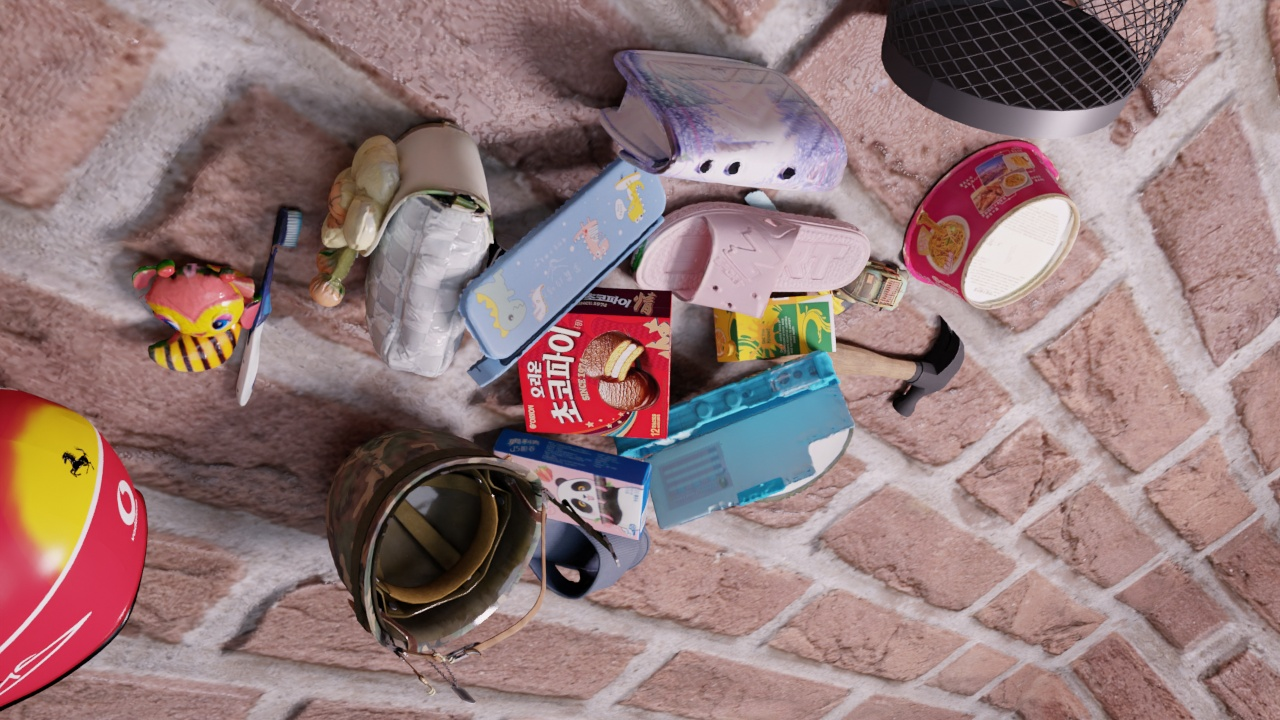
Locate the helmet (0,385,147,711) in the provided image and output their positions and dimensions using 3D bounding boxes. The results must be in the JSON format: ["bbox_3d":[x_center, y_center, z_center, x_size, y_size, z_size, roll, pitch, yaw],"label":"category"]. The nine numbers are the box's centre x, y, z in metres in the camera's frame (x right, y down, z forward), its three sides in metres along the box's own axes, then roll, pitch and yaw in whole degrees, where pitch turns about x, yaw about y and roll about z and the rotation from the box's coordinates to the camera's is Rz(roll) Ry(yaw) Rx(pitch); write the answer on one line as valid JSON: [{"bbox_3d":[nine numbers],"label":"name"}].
[{"bbox_3d":[-0.485,0.127,0.613,0.271,0.197,0.224,-30,140,12],"label":"helmet"}]

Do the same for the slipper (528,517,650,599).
[{"bbox_3d":[-0.078,0.214,1.020,0.263,0.082,0.101,21,115,-41],"label":"slipper"}]

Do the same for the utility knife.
[{"bbox_3d":[0.159,-0.102,0.900,0.030,0.019,0.227,-47,134,5],"label":"utility knife"}]

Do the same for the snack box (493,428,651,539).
[{"bbox_3d":[-0.069,0.123,0.910,0.154,0.033,0.088,12,133,9],"label":"snack box"}]

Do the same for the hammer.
[{"bbox_3d":[0.244,-0.003,1.029,0.305,0.040,0.133,9,129,-35],"label":"hammer"}]

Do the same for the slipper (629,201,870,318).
[{"bbox_3d":[0.111,-0.087,0.834,0.239,0.064,0.094,-2,133,-22],"label":"slipper"}]

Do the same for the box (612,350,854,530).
[{"bbox_3d":[0.100,0.085,0.916,0.227,0.117,0.097,-22,169,13],"label":"box"}]

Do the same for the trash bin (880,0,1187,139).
[{"bbox_3d":[0.288,-0.303,0.632,0.217,0.217,0.228,-15,140,-17],"label":"trash bin"}]

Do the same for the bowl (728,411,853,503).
[{"bbox_3d":[0.156,0.083,1.032,0.153,0.073,0.154,-16,137,-15],"label":"bowl"}]

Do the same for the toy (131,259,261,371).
[{"bbox_3d":[-0.319,-0.035,0.663,0.084,0.046,0.104,-4,136,-35],"label":"toy"}]

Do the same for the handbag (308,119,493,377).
[{"bbox_3d":[-0.172,-0.075,0.663,0.123,0.112,0.172,5,128,-22],"label":"handbag"}]

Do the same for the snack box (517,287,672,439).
[{"bbox_3d":[-0.040,0.004,0.826,0.133,0.035,0.152,3,135,3],"label":"snack box"}]

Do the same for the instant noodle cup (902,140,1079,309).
[{"bbox_3d":[0.370,-0.128,0.946,0.178,0.077,0.179,-16,136,-16],"label":"instant noodle cup"}]

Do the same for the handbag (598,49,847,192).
[{"bbox_3d":[0.060,-0.170,0.688,0.158,0.126,0.069,-3,134,-30],"label":"handbag"}]

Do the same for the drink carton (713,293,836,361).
[{"bbox_3d":[0.131,-0.032,0.908,0.122,0.041,0.058,-5,91,-27],"label":"drink carton"}]

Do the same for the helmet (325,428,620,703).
[{"bbox_3d":[-0.163,0.168,0.808,0.192,0.236,0.224,-44,132,-21],"label":"helmet"}]

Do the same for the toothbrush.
[{"bbox_3d":[-0.287,-0.036,0.703,0.017,0.016,0.189,-3,132,-41],"label":"toothbrush"}]

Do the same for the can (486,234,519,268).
[{"bbox_3d":[-0.122,-0.063,0.758,0.031,0.031,0.081,10,124,-37],"label":"can"}]

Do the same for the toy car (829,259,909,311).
[{"bbox_3d":[0.244,-0.075,0.939,0.111,0.047,0.047,6,112,-38],"label":"toy car"}]

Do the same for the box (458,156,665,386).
[{"bbox_3d":[-0.053,-0.067,0.705,0.209,0.047,0.122,-46,163,-28],"label":"box"}]
